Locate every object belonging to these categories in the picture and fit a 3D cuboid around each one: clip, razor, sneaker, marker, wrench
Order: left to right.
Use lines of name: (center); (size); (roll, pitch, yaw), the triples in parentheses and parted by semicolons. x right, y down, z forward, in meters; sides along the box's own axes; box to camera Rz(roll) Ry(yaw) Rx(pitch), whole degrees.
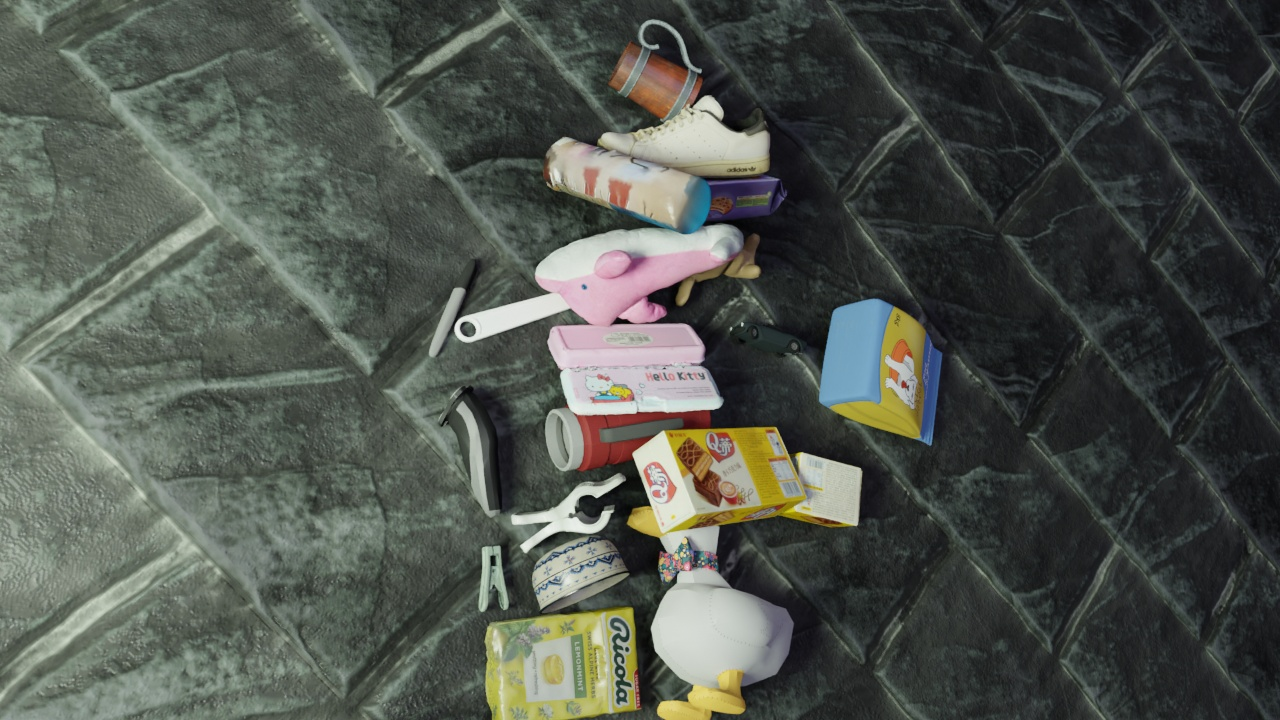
marker: (-0.228, -0.064, 1.128); (0.022, 0.016, 0.138); (36, 64, -40)
razor: (-0.192, 0.109, 1.086); (0.060, 0.057, 0.156); (-24, 88, 4)
clip: (-0.172, 0.255, 1.075); (0.035, 0.023, 0.074); (1, 76, -24)
wrench: (-0.111, -0.074, 1.185); (0.272, 0.018, 0.066); (-19, 86, -27)
clip: (-0.076, 0.187, 1.088); (0.151, 0.126, 0.091); (-33, 84, -5)
sneaker: (0.064, -0.306, 1.242); (0.241, 0.088, 0.102); (0, 118, -10)

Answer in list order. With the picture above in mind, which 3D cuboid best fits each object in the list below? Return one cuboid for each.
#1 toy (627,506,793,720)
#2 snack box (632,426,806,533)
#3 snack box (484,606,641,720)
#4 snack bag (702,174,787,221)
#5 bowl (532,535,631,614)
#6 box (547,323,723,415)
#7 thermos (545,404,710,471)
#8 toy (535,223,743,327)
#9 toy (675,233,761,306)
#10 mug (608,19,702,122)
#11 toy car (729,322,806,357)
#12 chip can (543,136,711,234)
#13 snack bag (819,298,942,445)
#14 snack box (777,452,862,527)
toy: (0.087, 0.303, 1.129); (0.246, 0.141, 0.266); (22, 52, -21)
snack box: (0.104, 0.145, 1.154); (0.229, 0.062, 0.110); (3, 58, -46)
snack box: (-0.090, 0.358, 1.076); (0.180, 0.045, 0.121); (2, 77, -25)
snack bag: (0.092, -0.227, 1.274); (0.205, 0.096, 0.058); (-10, 116, -26)
bowl: (-0.075, 0.245, 1.076); (0.115, 0.116, 0.059); (-16, 70, -28)
box: (-0.006, 0.005, 1.153); (0.201, 0.045, 0.154); (-2, 37, -20)
thermos: (-0.008, 0.083, 1.145); (0.198, 0.108, 0.084); (-9, 93, -29)
toy: (0.003, -0.105, 1.156); (0.266, 0.186, 0.128); (-12, 109, 7)
toy: (0.106, -0.139, 1.263); (0.108, 0.106, 0.134); (4, 72, -13)
mug: (0.028, -0.404, 1.282); (0.111, 0.081, 0.117); (26, 103, -14)
toy car: (0.181, -0.032, 1.297); (0.112, 0.046, 0.034); (17, 72, -23)
chip can: (-0.021, -0.221, 1.147); (0.079, 0.230, 0.080); (-28, 130, -39)
snack bag: (0.372, 0.021, 1.352); (0.205, 0.102, 0.158); (24, 68, -30)
snack box: (0.244, 0.180, 1.268); (0.105, 0.061, 0.083); (16, 71, -21)
